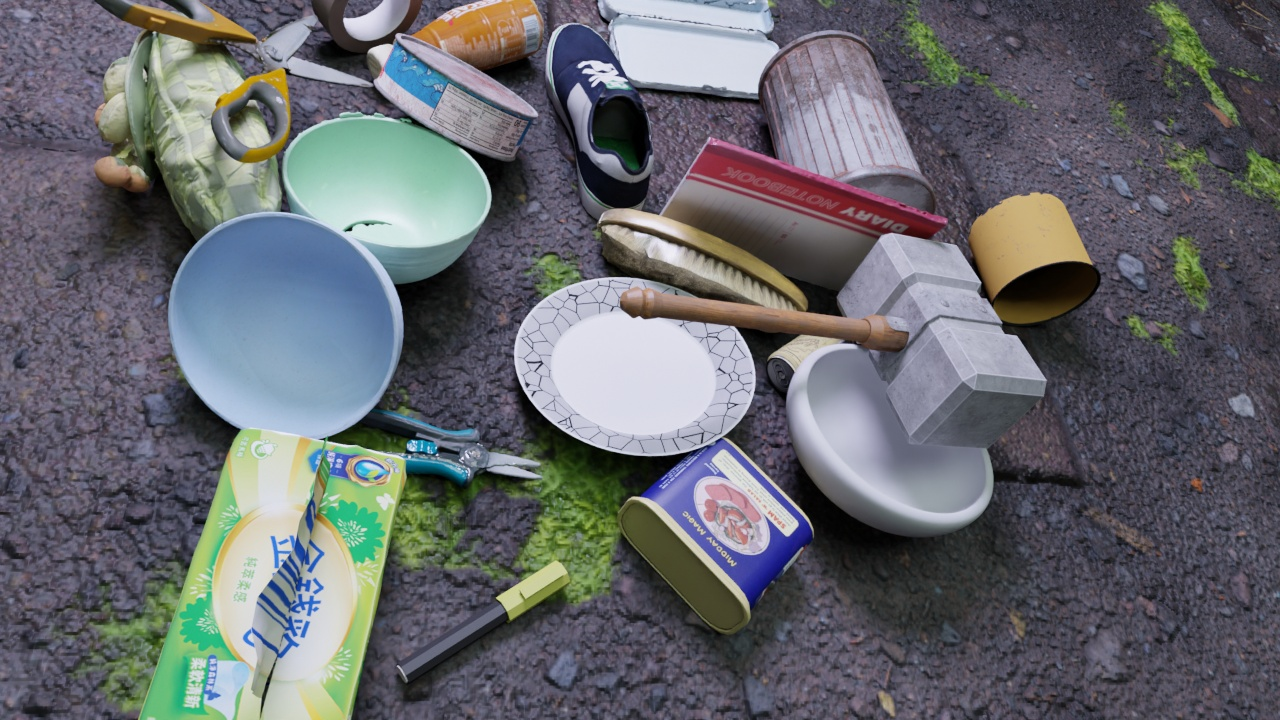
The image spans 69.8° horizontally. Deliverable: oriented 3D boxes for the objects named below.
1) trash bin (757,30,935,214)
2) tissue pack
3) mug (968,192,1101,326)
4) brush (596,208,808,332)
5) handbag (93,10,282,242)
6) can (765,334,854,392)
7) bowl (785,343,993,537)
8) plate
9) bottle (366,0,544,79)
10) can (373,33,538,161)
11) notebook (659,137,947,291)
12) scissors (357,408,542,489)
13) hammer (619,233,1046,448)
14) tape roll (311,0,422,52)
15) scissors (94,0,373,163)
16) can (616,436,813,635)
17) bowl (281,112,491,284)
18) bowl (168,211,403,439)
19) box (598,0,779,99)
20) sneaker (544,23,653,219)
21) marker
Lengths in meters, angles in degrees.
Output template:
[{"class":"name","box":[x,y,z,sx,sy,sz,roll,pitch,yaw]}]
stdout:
[{"class":"trash bin","box":[0.192,-0.196,0.876,0.130,0.131,0.210,4,56,-19]},{"class":"tissue pack","box":[-0.198,0.128,0.510,0.120,0.142,0.197,7,57,-16]},{"class":"mug","box":[0.390,-0.096,0.914,0.123,0.101,0.094,39,36,-48]},{"class":"brush","box":[0.051,-0.077,0.789,0.195,0.059,0.043,25,62,-2]},{"class":"handbag","box":[-0.328,-0.149,0.661,0.116,0.113,0.186,-17,67,-21]},{"class":"can","box":[0.146,-0.005,0.791,0.079,0.038,0.038,-31,73,-33]},{"class":"bowl","box":[0.187,0.072,0.731,0.176,0.066,0.176,16,43,-16]},{"class":"plate","box":[-0.005,0.004,0.722,0.188,0.016,0.188,6,46,-6]},{"class":"bottle","box":[-0.170,-0.291,0.844,0.166,0.059,0.059,-29,72,-30]},{"class":"can","box":[-0.153,-0.220,0.770,0.130,0.044,0.129,29,17,-10]},{"class":"notebook","box":[0.129,-0.116,0.787,0.208,0.153,0.012,16,67,-11]},{"class":"scissors","box":[-0.147,0.067,0.644,0.143,0.019,0.126,-25,65,-38]},{"class":"hammer","box":[0.129,-0.026,0.677,0.317,0.083,0.162,5,47,-26]},{"class":"tape roll","box":[-0.241,-0.320,0.813,0.093,0.094,0.030,-29,72,-33]},{"class":"scissors","box":[-0.286,-0.223,0.654,0.216,0.016,0.224,36,32,-26]},{"class":"can","box":[0.057,0.122,0.664,0.116,0.057,0.092,45,53,11]},{"class":"bowl","box":[-0.195,-0.112,0.700,0.151,0.077,0.150,13,45,-14]},{"class":"bowl","box":[-0.226,-0.026,0.619,0.150,0.151,0.074,28,12,-2]},{"class":"box","box":[0.058,-0.359,0.995,0.208,0.037,0.189,-3,68,-22]},{"class":"sneaker","box":[-0.033,-0.243,0.851,0.084,0.079,0.235,-2,59,-21]},{"class":"marker","box":[-0.100,0.169,0.596,0.123,0.021,0.017,-27,71,-31]}]
